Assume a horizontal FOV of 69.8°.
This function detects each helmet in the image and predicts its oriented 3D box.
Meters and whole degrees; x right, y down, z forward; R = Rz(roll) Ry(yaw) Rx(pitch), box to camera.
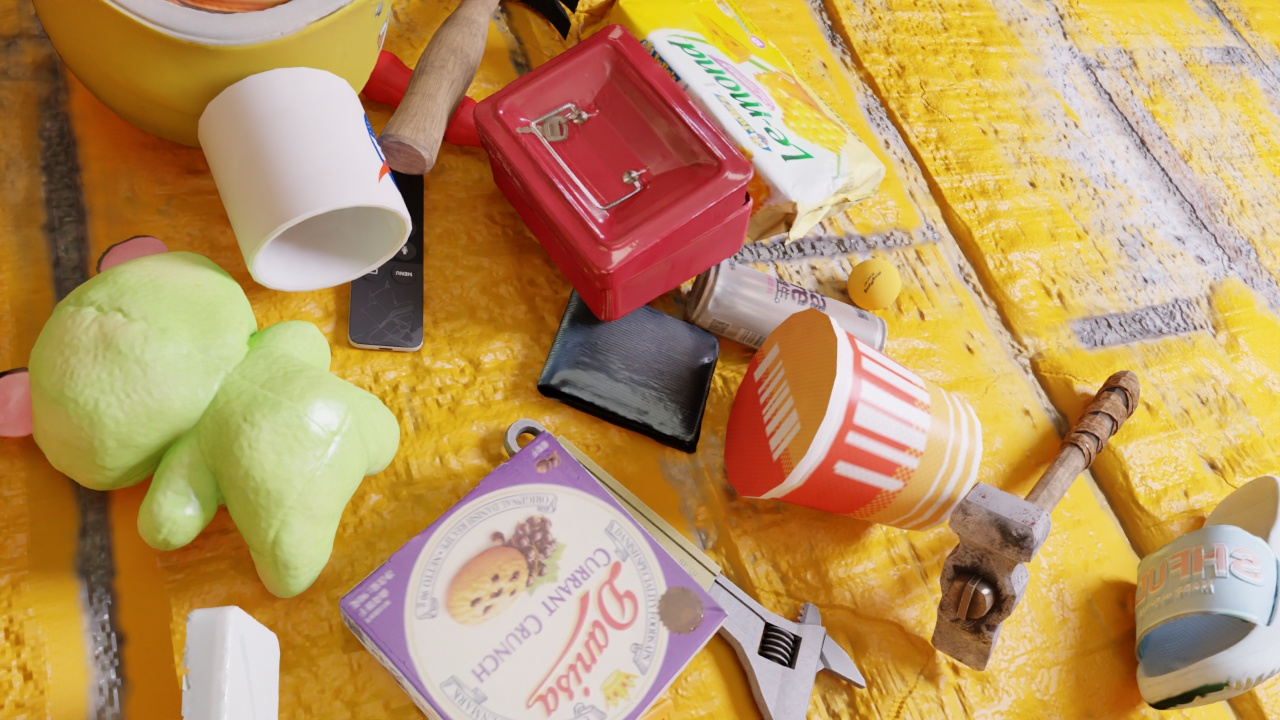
[{"bbox_3d":[-0.265,-0.225,0.580,0.209,0.140,0.239,2,47,-20],"label":"helmet"}]

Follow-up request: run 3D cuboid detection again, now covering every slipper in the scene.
[{"bbox_3d":[0.395,0.149,0.637,0.074,0.104,0.244,45,49,11],"label":"slipper"}]

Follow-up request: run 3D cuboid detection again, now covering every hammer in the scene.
[{"bbox_3d":[0.293,0.084,0.645,0.049,0.122,0.317,24,38,33],"label":"hammer"},{"bbox_3d":[-0.125,-0.227,0.662,0.132,0.040,0.304,18,44,-11],"label":"hammer"}]

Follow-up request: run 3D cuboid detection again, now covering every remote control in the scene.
[{"bbox_3d":[-0.165,-0.071,0.601,0.045,0.008,0.146,4,59,-19],"label":"remote control"}]

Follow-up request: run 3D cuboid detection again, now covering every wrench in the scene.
[{"bbox_3d":[0.023,0.129,0.548,0.273,0.018,0.083,38,54,4],"label":"wrench"}]

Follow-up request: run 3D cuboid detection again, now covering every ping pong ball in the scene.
[{"bbox_3d":[0.181,-0.059,0.711,0.040,0.040,0.040,10,57,-16],"label":"ping pong ball"}]

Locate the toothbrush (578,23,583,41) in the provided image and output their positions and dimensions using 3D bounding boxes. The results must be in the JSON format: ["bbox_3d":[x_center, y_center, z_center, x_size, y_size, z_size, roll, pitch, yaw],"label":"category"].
[{"bbox_3d":[-0.026,-0.228,0.747,0.021,0.017,0.135,-7,64,-27],"label":"toothbrush"}]

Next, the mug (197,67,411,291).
[{"bbox_3d":[-0.196,-0.094,0.533,0.090,0.122,0.090,-16,73,-34],"label":"mug"}]

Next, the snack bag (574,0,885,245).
[{"bbox_3d":[0.073,-0.196,0.722,0.159,0.068,0.247,-26,73,-45],"label":"snack bag"}]

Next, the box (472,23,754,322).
[{"bbox_3d":[-0.017,-0.122,0.608,0.129,0.093,0.157,-31,71,-15],"label":"box"}]

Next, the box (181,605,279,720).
[{"bbox_3d":[-0.158,0.207,0.356,0.040,0.135,0.196,-2,61,-11],"label":"box"}]

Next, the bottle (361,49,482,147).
[{"bbox_3d":[-0.142,-0.179,0.659,0.119,0.036,0.036,29,54,-4],"label":"bottle"}]

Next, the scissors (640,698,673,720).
[{"bbox_3d":[-0.033,0.218,0.477,0.125,0.011,0.127,29,56,-1],"label":"scissors"}]

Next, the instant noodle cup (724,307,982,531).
[{"bbox_3d":[0.138,0.047,0.589,0.121,0.124,0.123,22,54,-17],"label":"instant noodle cup"}]

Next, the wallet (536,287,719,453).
[{"bbox_3d":[-0.004,0.004,0.610,0.115,0.026,0.089,21,56,-8],"label":"wallet"}]

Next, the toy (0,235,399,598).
[{"bbox_3d":[-0.224,0.019,0.470,0.197,0.107,0.149,33,56,-10],"label":"toy"}]

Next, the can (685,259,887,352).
[{"bbox_3d":[0.103,-0.028,0.654,0.135,0.054,0.054,19,55,-10],"label":"can"}]

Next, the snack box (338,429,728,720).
[{"bbox_3d":[-0.054,0.135,0.482,0.148,0.041,0.143,44,60,10],"label":"snack box"}]
